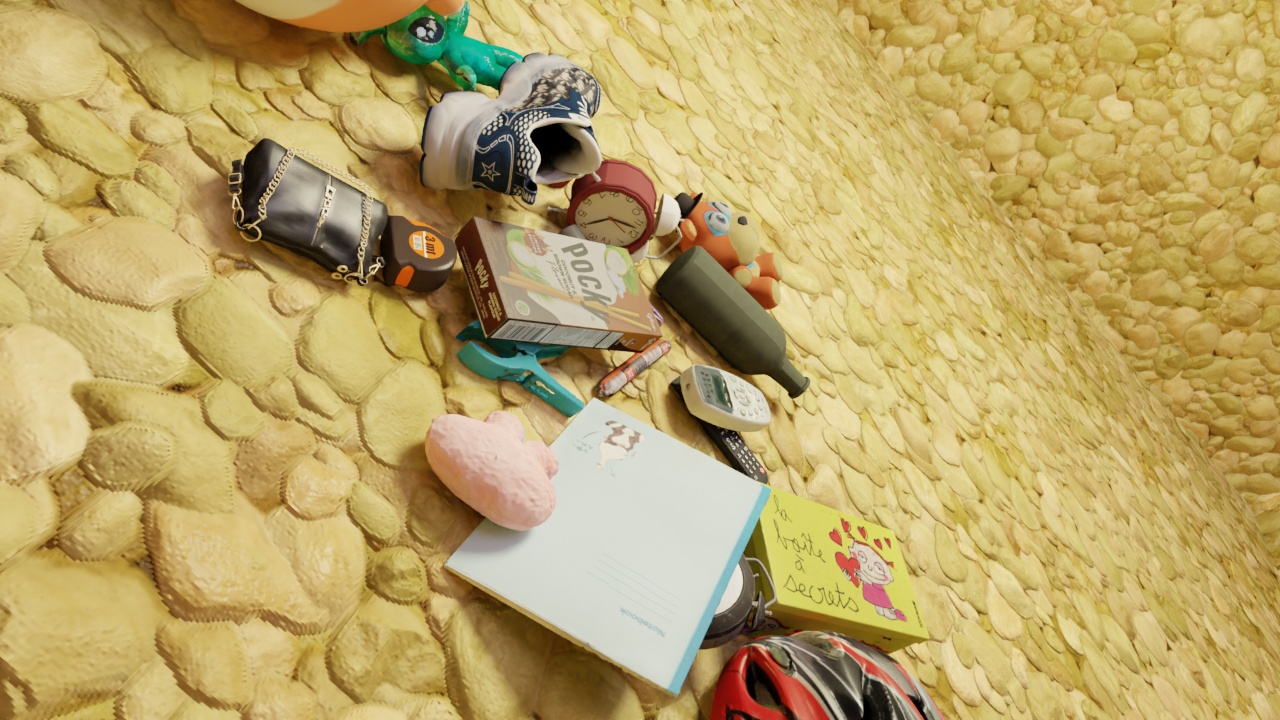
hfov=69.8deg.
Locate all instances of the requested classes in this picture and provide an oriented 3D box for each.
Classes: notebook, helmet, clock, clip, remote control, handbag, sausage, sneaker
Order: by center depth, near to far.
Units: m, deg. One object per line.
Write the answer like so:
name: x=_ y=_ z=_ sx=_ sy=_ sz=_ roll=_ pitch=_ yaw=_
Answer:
handbag: x=-0.246 y=-0.105 z=0.684 sx=0.128 sy=0.054 sz=0.079 roll=28 pitch=50 yaw=-37
helmet: x=0.158 y=0.318 z=0.690 sx=0.217 sy=0.167 sz=0.271 roll=31 pitch=25 yaw=-35
notebook: x=-0.009 y=0.127 z=0.711 sx=0.181 sy=0.009 sz=0.252 roll=27 pitch=32 yaw=9
clock: x=0.050 y=0.179 z=0.729 sx=0.122 sy=0.044 sz=0.091 roll=-11 pitch=49 yaw=-15
clip: x=-0.103 y=-0.009 z=0.784 sx=0.120 sy=0.027 sz=0.103 roll=19 pitch=42 yaw=-41
sneaker: x=-0.087 y=-0.216 z=0.882 sx=0.132 sy=0.103 sz=0.268 roll=23 pitch=36 yaw=14
sausage: x=-0.005 y=0.005 z=0.896 sx=0.020 sy=0.020 sz=0.154 roll=52 pitch=32 yaw=0
remote control: x=0.088 y=0.041 z=0.938 sx=0.114 sy=0.028 sz=0.060 roll=21 pitch=43 yaw=-38
remote control: x=0.083 y=0.075 z=0.941 sx=0.147 sy=0.015 sz=0.033 roll=53 pitch=32 yaw=2
clock: x=-0.020 y=-0.152 z=0.960 sx=0.137 sy=0.096 sz=0.048 roll=32 pitch=38 yaw=-24
clip: x=0.003 y=-0.059 z=0.977 sx=0.051 sy=0.014 sz=0.045 roll=27 pitch=37 yaw=-29

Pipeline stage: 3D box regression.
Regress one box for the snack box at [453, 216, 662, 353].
snack box: x=-0.069 y=-0.063 z=0.818 sx=0.185 sy=0.032 sz=0.101 roll=5 pitch=56 yaw=-47

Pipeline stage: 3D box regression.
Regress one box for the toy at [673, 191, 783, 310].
toy: x=0.101 y=-0.134 z=1.108 sx=0.176 sy=0.096 sz=0.111 roll=30 pitch=38 yaw=-12

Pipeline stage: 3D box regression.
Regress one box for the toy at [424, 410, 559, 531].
toy: x=-0.102 y=0.074 z=0.677 sx=0.108 sy=0.053 sz=0.105 roll=38 pitch=23 yaw=5

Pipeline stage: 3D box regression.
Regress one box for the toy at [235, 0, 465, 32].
toy: x=-0.258 y=-0.409 z=0.763 sx=0.280 sy=0.266 sz=0.262 roll=23 pitch=38 yaw=-61

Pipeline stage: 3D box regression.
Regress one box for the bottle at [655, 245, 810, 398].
bottle: x=0.111 y=-0.035 z=1.033 sx=0.207 sy=0.072 sz=0.071 roll=43 pitch=34 yaw=-14

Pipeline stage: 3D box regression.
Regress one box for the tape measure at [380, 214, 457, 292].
tape measure: x=-0.183 y=-0.084 z=0.748 sx=0.058 sy=0.038 sz=0.058 roll=8 pitch=51 yaw=-31

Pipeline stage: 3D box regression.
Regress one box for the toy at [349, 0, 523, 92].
toy: x=-0.199 y=-0.314 z=0.927 sx=0.193 sy=0.073 sz=0.130 roll=17 pitch=44 yaw=-30

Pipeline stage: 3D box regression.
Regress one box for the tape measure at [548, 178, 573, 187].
tape measure: x=-0.096 y=-0.210 z=0.994 sx=0.051 sy=0.019 sz=0.058 roll=40 pitch=41 yaw=-22

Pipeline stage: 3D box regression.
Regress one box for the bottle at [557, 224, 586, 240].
bottle: x=-0.046 y=-0.082 z=0.920 sx=0.113 sy=0.030 sz=0.030 roll=57 pitch=33 yaw=7

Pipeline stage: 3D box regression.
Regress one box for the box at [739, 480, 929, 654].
box: x=0.163 y=0.203 z=0.861 sx=0.220 sy=0.080 sz=0.124 roll=27 pitch=40 yaw=-35
